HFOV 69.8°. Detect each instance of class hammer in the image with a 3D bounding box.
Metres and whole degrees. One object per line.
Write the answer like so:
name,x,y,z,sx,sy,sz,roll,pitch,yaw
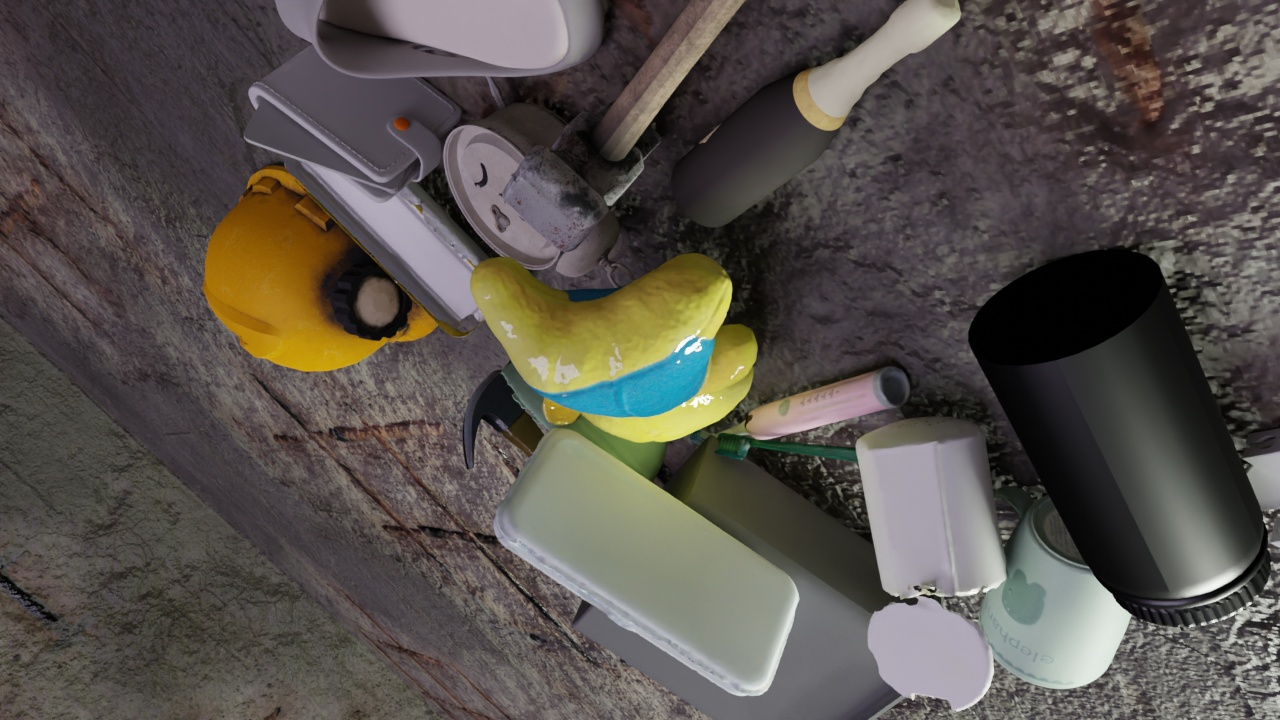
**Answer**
hammer,-0.030,0.142,0.821,0.333,0.117,0.025,48,150,-12
hammer,0.040,-0.165,0.398,0.049,0.121,0.320,42,141,-6

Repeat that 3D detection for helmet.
helmet,-0.321,-0.062,0.857,0.256,0.131,0.205,10,140,40

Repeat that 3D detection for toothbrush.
toothbrush,0.139,0.068,0.633,0.190,0.017,0.016,4,152,30
toothbrush,0.101,0.041,0.656,0.026,0.027,0.223,30,153,-21

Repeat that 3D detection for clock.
clock,-0.057,-0.104,0.600,0.157,0.061,0.104,45,149,4

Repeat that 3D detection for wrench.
wrench,0.357,0.016,0.374,0.087,0.018,0.274,33,147,8

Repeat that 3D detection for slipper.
slipper,-0.147,-0.210,0.533,0.266,0.080,0.113,21,148,25

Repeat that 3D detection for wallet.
wallet,-0.196,-0.159,0.615,0.118,0.115,0.038,37,149,2

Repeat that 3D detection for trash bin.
trash bin,0.090,0.196,0.725,0.220,0.097,0.192,35,123,-4

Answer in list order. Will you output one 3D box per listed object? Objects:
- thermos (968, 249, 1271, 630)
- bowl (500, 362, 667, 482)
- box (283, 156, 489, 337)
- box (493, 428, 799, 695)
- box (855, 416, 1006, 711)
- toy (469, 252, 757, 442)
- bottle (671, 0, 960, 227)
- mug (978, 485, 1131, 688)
thermos,0.245,0.051,0.455,0.086,0.085,0.198,-8,123,50
bowl,-0.032,0.037,0.718,0.151,0.077,0.151,46,178,2
box,-0.185,-0.112,0.727,0.210,0.057,0.117,47,146,-13
box,-0.007,0.147,0.635,0.215,0.106,0.127,36,146,-4
box,0.175,0.119,0.553,0.084,0.092,0.166,-11,87,29
toy,-0.003,0.003,0.557,0.149,0.084,0.214,-1,164,9
bottle,0.080,-0.121,0.448,0.045,0.045,0.185,44,148,-10
mug,0.253,0.130,0.577,0.111,0.084,0.104,48,152,45
